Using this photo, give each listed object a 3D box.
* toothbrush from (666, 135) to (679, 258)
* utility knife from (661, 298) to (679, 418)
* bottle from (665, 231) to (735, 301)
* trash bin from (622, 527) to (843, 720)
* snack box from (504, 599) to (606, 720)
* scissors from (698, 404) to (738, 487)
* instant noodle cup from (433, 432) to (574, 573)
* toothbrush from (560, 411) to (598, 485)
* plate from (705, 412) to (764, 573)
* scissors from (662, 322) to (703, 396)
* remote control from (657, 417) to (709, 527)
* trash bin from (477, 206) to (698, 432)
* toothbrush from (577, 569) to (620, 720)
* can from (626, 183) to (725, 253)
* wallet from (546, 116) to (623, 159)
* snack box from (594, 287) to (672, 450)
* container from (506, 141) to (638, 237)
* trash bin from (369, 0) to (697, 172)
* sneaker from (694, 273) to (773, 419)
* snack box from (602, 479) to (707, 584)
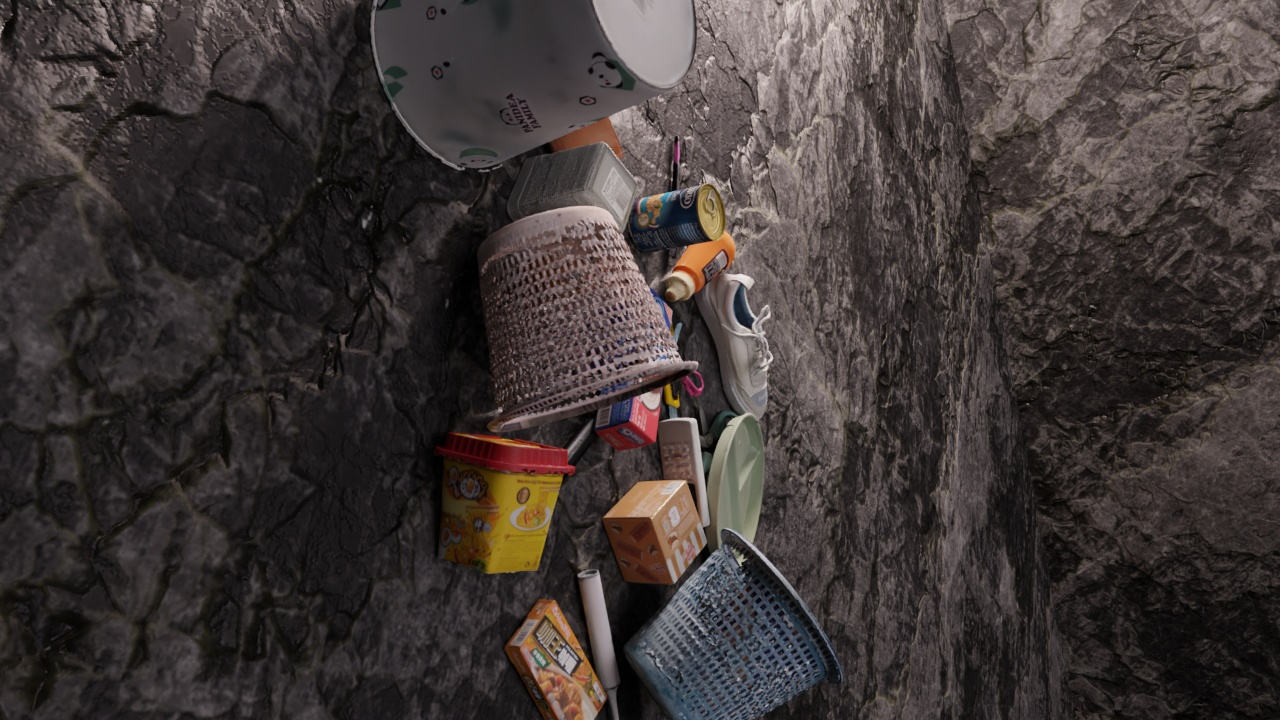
[{"bbox_3d":[0.048,-0.237,1.316,0.017,0.014,0.189,13,73,-41],"label":"toothbrush"},{"bbox_3d":[0.043,0.029,1.264,0.033,0.015,0.230,-9,93,-53],"label":"utility knife"},{"bbox_3d":[0.079,-0.130,1.306,0.149,0.067,0.067,-49,124,-38],"label":"bottle"},{"bbox_3d":[0.095,0.349,1.104,0.195,0.226,0.227,-34,118,-12],"label":"trash bin"},{"bbox_3d":[-0.091,0.345,1.012,0.075,0.026,0.154,-50,124,-47],"label":"snack box"},{"bbox_3d":[0.117,0.147,1.351,0.174,0.019,0.170,-1,87,-56],"label":"scissors"},{"bbox_3d":[-0.141,0.141,0.910,0.116,0.116,0.123,13,85,-54],"label":"instant noodle cup"},{"bbox_3d":[-0.060,0.080,1.103,0.027,0.026,0.212,37,43,0],"label":"toothbrush"},{"bbox_3d":[0.137,0.189,1.319,0.230,0.027,0.230,5,90,-67],"label":"plate"},{"bbox_3d":[0.040,0.009,1.242,0.136,0.017,0.133,31,65,-27],"label":"scissors"},{"bbox_3d":[0.056,0.152,1.227,0.021,0.058,0.150,-8,91,-52],"label":"remote control"},{"bbox_3d":[-0.074,-0.047,0.960,0.227,0.228,0.192,-8,79,-55],"label":"trash bin"},{"bbox_3d":[-0.041,0.356,1.081,0.027,0.026,0.221,-125,-155,-84],"label":"toothbrush"},{"bbox_3d":[0.048,-0.188,1.223,0.075,0.111,0.075,14,73,-55],"label":"can"},{"bbox_3d":[-0.075,-0.279,1.134,0.124,0.032,0.101,-46,119,-48],"label":"wallet"},{"bbox_3d":[-0.007,0.007,1.136,0.058,0.057,0.207,42,43,-39],"label":"snack box"},{"bbox_3d":[-0.074,-0.186,1.045,0.090,0.114,0.090,45,50,-41],"label":"container"},{"bbox_3d":[-0.097,-0.329,0.914,0.229,0.252,0.229,14,73,-53],"label":"trash bin"},{"bbox_3d":[0.163,-0.021,1.379,0.089,0.091,0.242,-45,122,-47],"label":"sneaker"},{"bbox_3d":[0.018,0.213,1.146,0.092,0.077,0.094,-39,116,-51],"label":"snack box"}]
